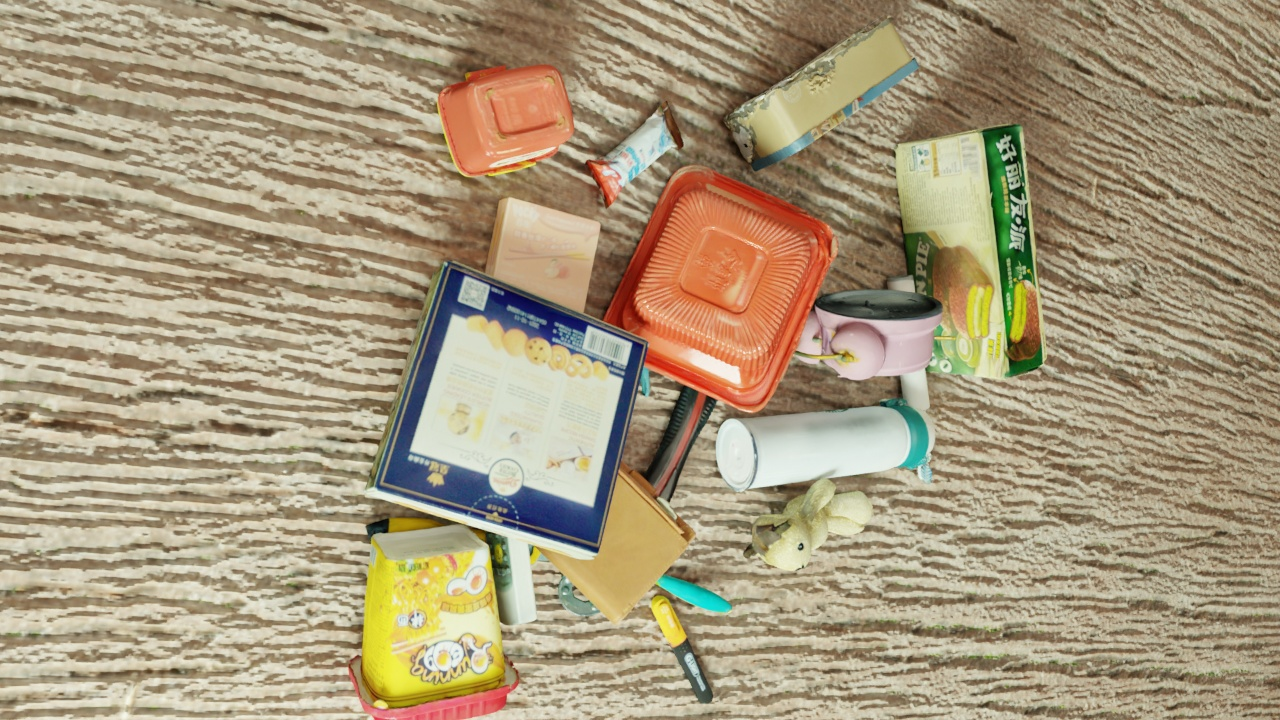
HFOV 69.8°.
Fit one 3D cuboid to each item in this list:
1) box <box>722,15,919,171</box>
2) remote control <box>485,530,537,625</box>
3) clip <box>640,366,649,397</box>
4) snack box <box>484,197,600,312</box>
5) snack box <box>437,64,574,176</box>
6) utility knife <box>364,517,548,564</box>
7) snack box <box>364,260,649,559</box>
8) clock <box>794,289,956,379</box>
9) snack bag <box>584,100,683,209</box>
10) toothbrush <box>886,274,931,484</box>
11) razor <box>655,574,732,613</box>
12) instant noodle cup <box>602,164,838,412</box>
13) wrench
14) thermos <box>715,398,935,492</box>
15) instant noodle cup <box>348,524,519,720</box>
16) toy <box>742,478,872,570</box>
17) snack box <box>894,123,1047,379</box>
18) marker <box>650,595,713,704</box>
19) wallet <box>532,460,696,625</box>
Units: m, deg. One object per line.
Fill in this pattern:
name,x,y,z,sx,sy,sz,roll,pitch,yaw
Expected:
box,0.169,-0.247,0.840,0.184,0.090,0.063,-34,101,-18
remote control,-0.108,0.143,0.736,0.019,0.056,0.135,-4,82,-30
clip,-0.003,0.005,0.817,0.034,0.013,0.055,5,91,-27
snack box,-0.090,-0.049,0.763,0.084,0.026,0.157,12,88,-26
snack box,-0.103,-0.192,0.716,0.091,0.080,0.082,-21,102,-23
utility knife,-0.133,0.152,0.764,0.190,0.015,0.033,10,92,-27
snack box,-0.096,0.040,0.704,0.177,0.046,0.182,22,71,-23
clock,0.208,-0.024,0.863,0.158,0.117,0.060,-10,110,-28
snack bag,-0.004,-0.179,0.796,0.104,0.026,0.048,-39,121,-18
toothbrush,0.282,0.022,0.950,0.027,0.026,0.221,-10,99,1
razor,0.027,0.203,0.837,0.132,0.028,0.043,28,69,-19
instant noodle cup,0.070,-0.069,0.780,0.164,0.079,0.188,23,82,5
wrench,0.013,0.105,0.818,0.056,0.016,0.273,31,75,0
thermos,0.185,0.078,0.886,0.223,0.073,0.073,-3,95,-26
instant noodle cup,-0.159,0.196,0.698,0.116,0.116,0.123,-3,96,-26
toy,0.164,0.159,0.870,0.157,0.105,0.066,-6,55,-44
snack box,0.326,-0.106,0.912,0.063,0.115,0.240,-15,100,-25
marker,0.040,0.272,0.858,0.018,0.015,0.124,-30,108,-17
wallet,-0.032,0.139,0.779,0.132,0.031,0.107,43,75,2
